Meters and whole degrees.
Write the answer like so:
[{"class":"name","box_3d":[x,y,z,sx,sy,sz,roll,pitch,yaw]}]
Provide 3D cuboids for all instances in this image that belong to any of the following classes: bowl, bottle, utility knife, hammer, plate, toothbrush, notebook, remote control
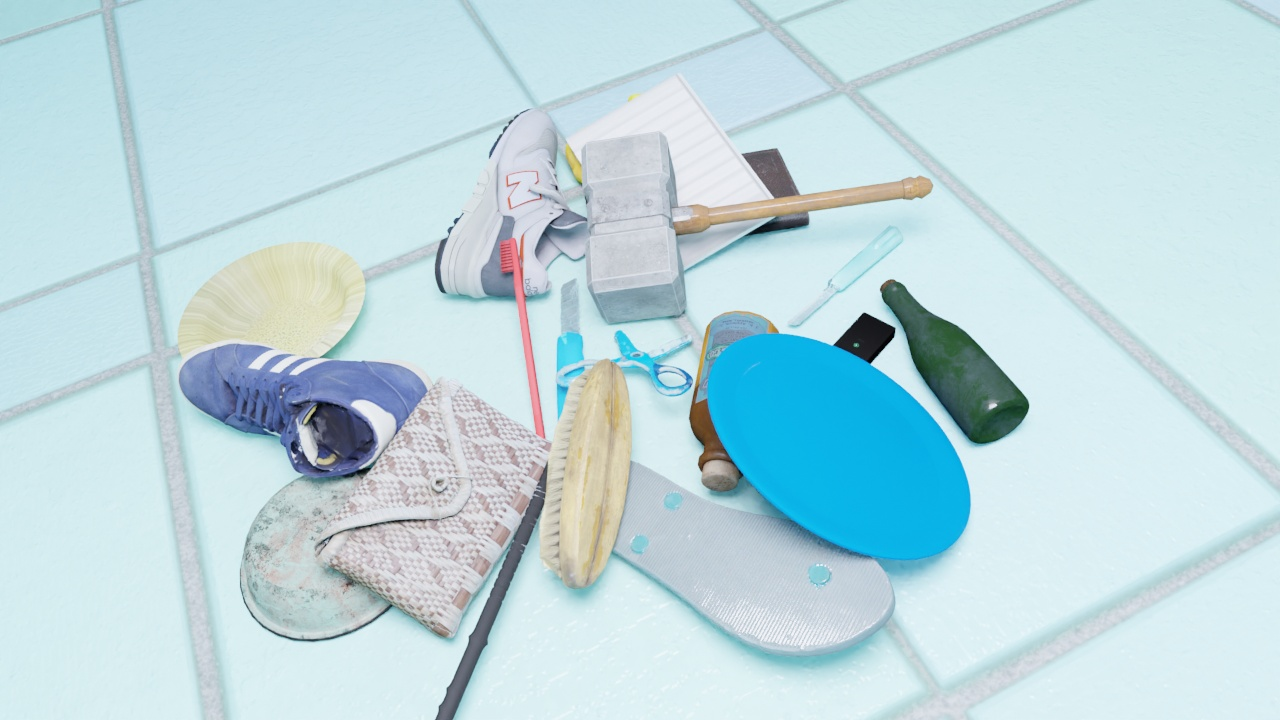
[{"class":"bowl","box_3d":[-0.254,0.145,0.744,0.157,0.039,0.157,-4,51,5]},{"class":"bottle","box_3d":[0.256,-0.009,0.784,0.055,0.055,0.174,-20,50,-8]},{"class":"utility knife","box_3d":[0.197,-0.082,0.876,0.165,0.015,0.022,-39,55,-24]},{"class":"hammer","box_3d":[-0.098,0.172,0.686,0.095,0.015,0.324,22,57,0]},{"class":"utility knife","box_3d":[-0.062,0.005,0.845,0.031,0.015,0.221,-4,54,0]},{"class":"hammer","box_3d":[0.109,-0.140,0.856,0.318,0.083,0.162,-7,67,8]},{"class":"bottle","box_3d":[0.076,0.037,0.764,0.068,0.068,0.156,5,52,12]},{"class":"plate","box_3d":[0.150,0.065,0.712,0.224,0.024,0.223,16,39,-14]},{"class":"toothbrush","box_3d":[-0.109,-0.019,0.834,0.018,0.012,0.212,-11,68,-1]},{"class":"notebook","box_3d":[0.029,-0.192,0.944,0.142,0.009,0.209,-31,64,0]},{"class":"remote control","box_3d":[0.169,0.012,0.805,0.034,0.013,0.149,32,62,29]},{"class":"plate","box_3d":[-0.359,-0.040,0.911,0.184,0.036,0.184,-4,51,5]}]

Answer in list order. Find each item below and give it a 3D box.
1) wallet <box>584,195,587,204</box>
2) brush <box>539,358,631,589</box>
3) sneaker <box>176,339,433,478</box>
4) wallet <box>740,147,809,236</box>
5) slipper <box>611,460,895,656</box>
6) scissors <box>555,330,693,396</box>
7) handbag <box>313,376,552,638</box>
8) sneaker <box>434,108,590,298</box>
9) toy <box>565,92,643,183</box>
[{"class":"wallet","box_3d":[0.004,-0.152,0.963,0.115,0.018,0.091,-11,50,-3]},{"class":"brush","box_3d":[-0.042,0.086,0.722,0.043,0.059,0.195,-17,51,33]},{"class":"sneaker","box_3d":[-0.303,0.047,0.773,0.233,0.091,0.118,5,22,2]},{"class":"wallet","box_3d":[0.113,-0.177,0.959,0.099,0.031,0.119,-9,49,-3]},{"class":"slipper","box_3d":[0.059,0.154,0.691,0.269,0.055,0.098,17,57,34]},{"class":"scissors","box_3d":[-0.004,0.005,0.813,0.133,0.011,0.140,-21,31,-24]},{"class":"handbag","box_3d":[-0.154,0.109,0.725,0.124,0.047,0.185,34,58,-5]},{"class":"sneaker","box_3d":[-0.105,-0.151,0.942,0.124,0.089,0.239,17,64,15]},{"class":"toy","box_3d":[-0.018,-0.242,1.012,0.137,0.067,0.105,-36,54,-11]}]
